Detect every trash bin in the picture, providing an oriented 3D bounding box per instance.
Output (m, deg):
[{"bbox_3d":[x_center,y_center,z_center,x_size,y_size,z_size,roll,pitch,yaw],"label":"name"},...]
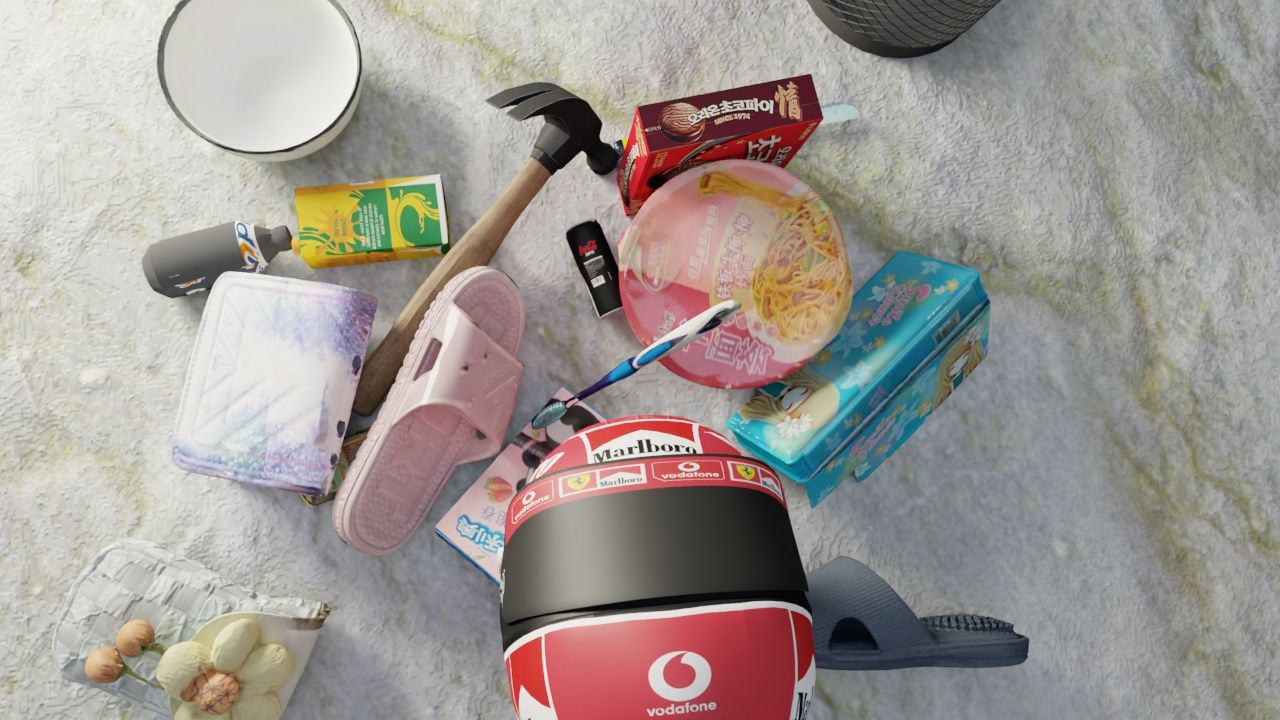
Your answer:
[{"bbox_3d":[0.251,-0.388,0.752,0.217,0.227,0.217,1,82,-7],"label":"trash bin"}]

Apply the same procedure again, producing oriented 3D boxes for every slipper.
[{"bbox_3d":[-0.145,0.042,0.702,0.064,0.094,0.239,16,73,39],"label":"slipper"},{"bbox_3d":[0.184,0.199,0.730,0.263,0.101,0.082,4,82,-10],"label":"slipper"}]

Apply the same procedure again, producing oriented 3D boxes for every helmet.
[{"bbox_3d":[0.008,0.145,0.585,0.197,0.271,0.224,-5,66,-4],"label":"helmet"}]

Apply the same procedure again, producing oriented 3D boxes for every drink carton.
[{"bbox_3d":[-0.221,-0.113,0.752,0.122,0.041,0.058,-7,83,-8],"label":"drink carton"}]

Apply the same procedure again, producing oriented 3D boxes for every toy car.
[{"bbox_3d":[-0.221,0.077,0.722,0.112,0.047,0.047,-22,86,-8],"label":"toy car"}]

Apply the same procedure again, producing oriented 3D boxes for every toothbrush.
[{"bbox_3d":[-0.004,0.004,0.709,0.189,0.017,0.016,-31,99,6],"label":"toothbrush"}]

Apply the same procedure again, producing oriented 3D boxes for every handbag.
[{"bbox_3d":[-0.272,0.018,0.702,0.126,0.069,0.158,8,80,16],"label":"handbag"},{"bbox_3d":[-0.328,0.203,0.654,0.171,0.123,0.112,25,86,-9],"label":"handbag"}]

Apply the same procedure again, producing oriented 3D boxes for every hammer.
[{"bbox_3d":[-0.139,-0.085,0.734,0.040,0.132,0.305,36,87,29],"label":"hammer"}]

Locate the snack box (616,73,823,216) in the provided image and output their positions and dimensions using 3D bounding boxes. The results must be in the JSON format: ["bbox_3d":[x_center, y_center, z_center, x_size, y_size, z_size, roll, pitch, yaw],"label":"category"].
[{"bbox_3d":[0.056,-0.168,0.736,0.132,0.152,0.036,-13,84,-9],"label":"snack box"}]

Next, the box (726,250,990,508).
[{"bbox_3d":[0.199,0.027,0.780,0.226,0.097,0.117,-43,123,-11],"label":"box"}]

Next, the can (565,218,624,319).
[{"bbox_3d":[-0.035,-0.077,0.774,0.031,0.031,0.080,-22,85,-10],"label":"can"}]

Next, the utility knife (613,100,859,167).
[{"bbox_3d":[0.087,-0.201,0.813,0.227,0.019,0.030,-12,89,-4],"label":"utility knife"}]

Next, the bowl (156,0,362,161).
[{"bbox_3d":[-0.299,-0.228,0.742,0.153,0.073,0.153,1,82,-7],"label":"bowl"}]

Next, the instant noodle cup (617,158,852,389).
[{"bbox_3d":[0.073,-0.070,0.746,0.178,0.077,0.179,0,98,1],"label":"instant noodle cup"}]

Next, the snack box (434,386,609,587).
[{"bbox_3d":[-0.076,0.104,0.721,0.088,0.033,0.153,36,68,14],"label":"snack box"}]

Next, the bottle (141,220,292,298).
[{"bbox_3d":[-0.335,-0.084,0.731,0.112,0.047,0.047,-17,84,-9],"label":"bottle"}]
